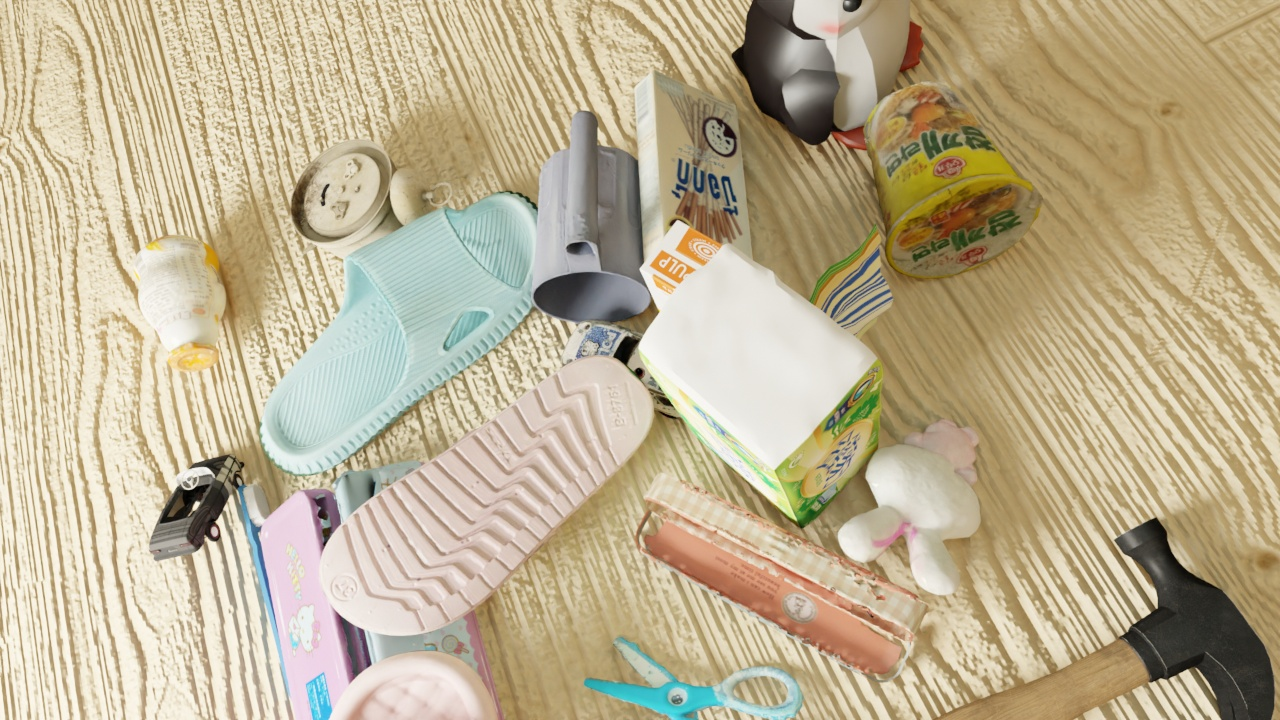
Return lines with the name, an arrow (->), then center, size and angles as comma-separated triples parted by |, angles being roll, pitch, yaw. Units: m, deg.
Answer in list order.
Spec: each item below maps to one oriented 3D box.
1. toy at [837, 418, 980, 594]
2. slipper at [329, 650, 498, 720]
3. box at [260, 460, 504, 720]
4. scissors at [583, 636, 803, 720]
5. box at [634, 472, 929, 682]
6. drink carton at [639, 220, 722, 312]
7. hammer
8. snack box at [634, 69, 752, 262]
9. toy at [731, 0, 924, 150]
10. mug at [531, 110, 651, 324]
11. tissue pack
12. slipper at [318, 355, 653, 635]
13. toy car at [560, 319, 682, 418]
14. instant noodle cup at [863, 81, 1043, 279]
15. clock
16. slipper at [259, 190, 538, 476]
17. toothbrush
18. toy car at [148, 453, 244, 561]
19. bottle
toy -> 0.173, 0.085, 0.565 | 0.076, 0.037, 0.125 | 27, 53, 11
slipper -> -0.128, 0.276, 0.506 | 0.107, 0.056, 0.221 | -6, 74, 0
box -> -0.178, 0.178, 0.607 | 0.140, 0.062, 0.214 | -22, 67, 0
scissors -> 0.023, 0.215, 0.548 | 0.141, 0.013, 0.112 | 7, 43, 12
box -> 0.079, 0.131, 0.566 | 0.187, 0.054, 0.076 | 24, 109, 21
drink carton -> 0.045, -0.037, 0.599 | 0.058, 0.122, 0.040 | 33, 79, 22
hammer -> 0.194, 0.213, 0.508 | 0.305, 0.040, 0.132 | -26, 65, -2
snack box -> 0.038, -0.130, 0.663 | 0.026, 0.081, 0.149 | -29, 57, 49
toy -> 0.119, -0.253, 0.631 | 0.140, 0.184, 0.159 | 16, 74, 19
mug -> -0.036, -0.097, 0.641 | 0.084, 0.124, 0.103 | -1, 67, 3
tissue pack -> 0.097, 0.001, 0.533 | 0.120, 0.198, 0.141 | 42, 85, 17
slipper -> -0.094, 0.089, 0.604 | 0.239, 0.064, 0.094 | -38, 88, -10
toy car -> -0.004, 0.004, 0.640 | 0.113, 0.040, 0.048 | 19, 74, 19
instant noodle cup -> 0.200, -0.126, 0.618 | 0.102, 0.102, 0.108 | -15, 59, 7
clock -> -0.208, -0.124, 0.729 | 0.141, 0.054, 0.092 | -2, 69, 20
slipper -> -0.179, -0.026, 0.678 | 0.276, 0.069, 0.116 | -43, 70, -4
toothbrush -> -0.260, 0.162, 0.652 | 0.014, 0.016, 0.166 | -26, 67, 2
toy car -> -0.322, 0.103, 0.663 | 0.040, 0.037, 0.092 | -14, 34, 9
bottle -> -0.363, -0.045, 0.729 | 0.063, 0.063, 0.108 | -24, 67, 3
